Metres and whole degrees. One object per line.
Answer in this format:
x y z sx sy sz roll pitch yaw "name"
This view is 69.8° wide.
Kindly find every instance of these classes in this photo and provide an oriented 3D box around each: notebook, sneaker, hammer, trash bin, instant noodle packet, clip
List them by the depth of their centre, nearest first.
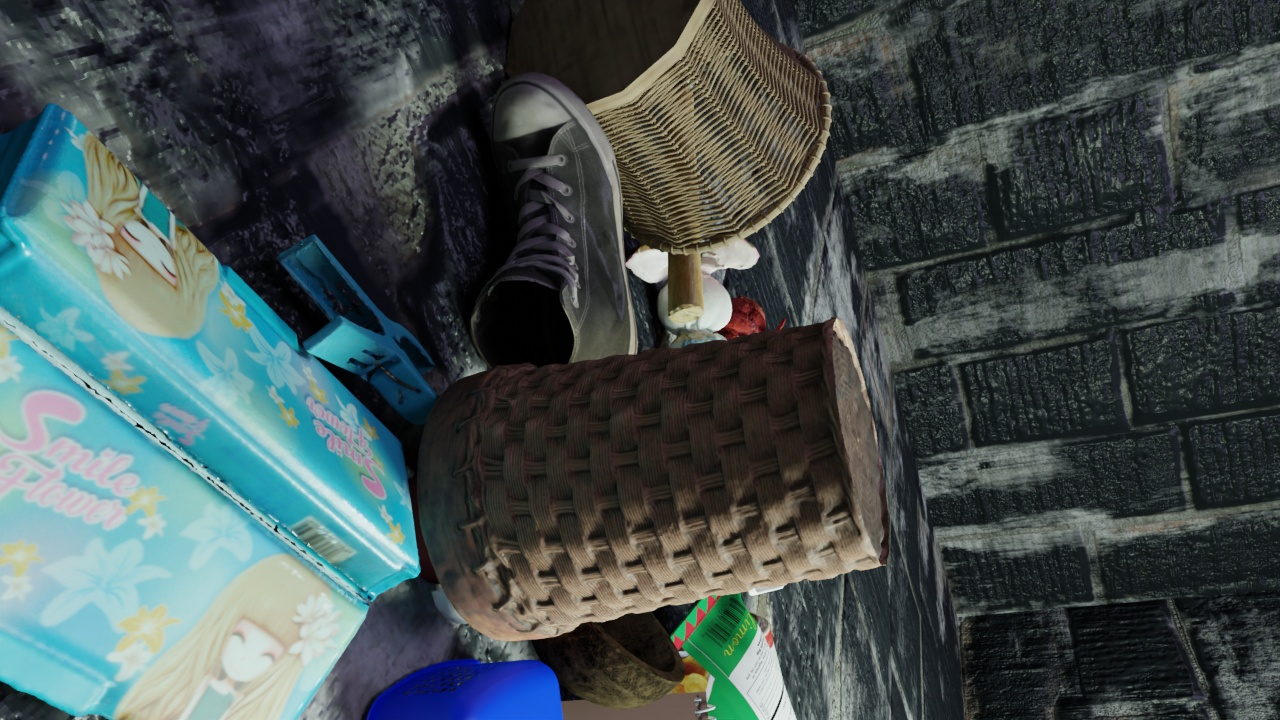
0.013 0.059 0.479 0.151 0.210 0.151 -12 90 -69 "trash bin"
-0.144 -0.018 0.484 0.127 0.028 0.113 58 5 -49 "clip"
-0.006 0.327 0.590 0.171 0.022 0.209 14 64 -40 "notebook"
-0.071 -0.088 0.643 0.119 0.095 0.235 -23 108 -68 "sneaker"
0.071 0.328 0.753 0.195 0.090 0.253 -34 109 -53 "instant noodle packet"
0.042 -0.182 0.897 0.033 0.132 0.329 44 38 -50 "hammer"

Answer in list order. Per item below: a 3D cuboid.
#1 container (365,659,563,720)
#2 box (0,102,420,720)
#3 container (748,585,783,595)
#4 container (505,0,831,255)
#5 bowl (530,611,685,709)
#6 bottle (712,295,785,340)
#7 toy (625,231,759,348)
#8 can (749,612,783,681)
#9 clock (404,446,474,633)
-0.085 0.209 0.486 0.114 0.058 0.096 13 67 -67 "container"
-0.172 0.038 0.351 0.227 0.074 0.180 58 28 -42 "box"
0.112 0.211 0.991 0.129 0.050 0.080 22 59 -65 "container"
0.021 -0.234 0.780 0.196 0.227 0.226 36 46 -51 "container"
-0.034 0.183 0.602 0.121 0.056 0.121 43 4 -4 "bowl"
0.109 -0.016 1.043 0.099 0.099 0.110 67 29 -26 "bottle"
0.064 -0.029 0.948 0.105 0.131 0.205 -69 151 -80 "toy"
0.111 0.336 0.901 0.067 0.067 0.170 -29 107 -68 "can"
-0.099 0.096 0.531 0.087 0.044 0.124 -43 119 -65 "clock"
